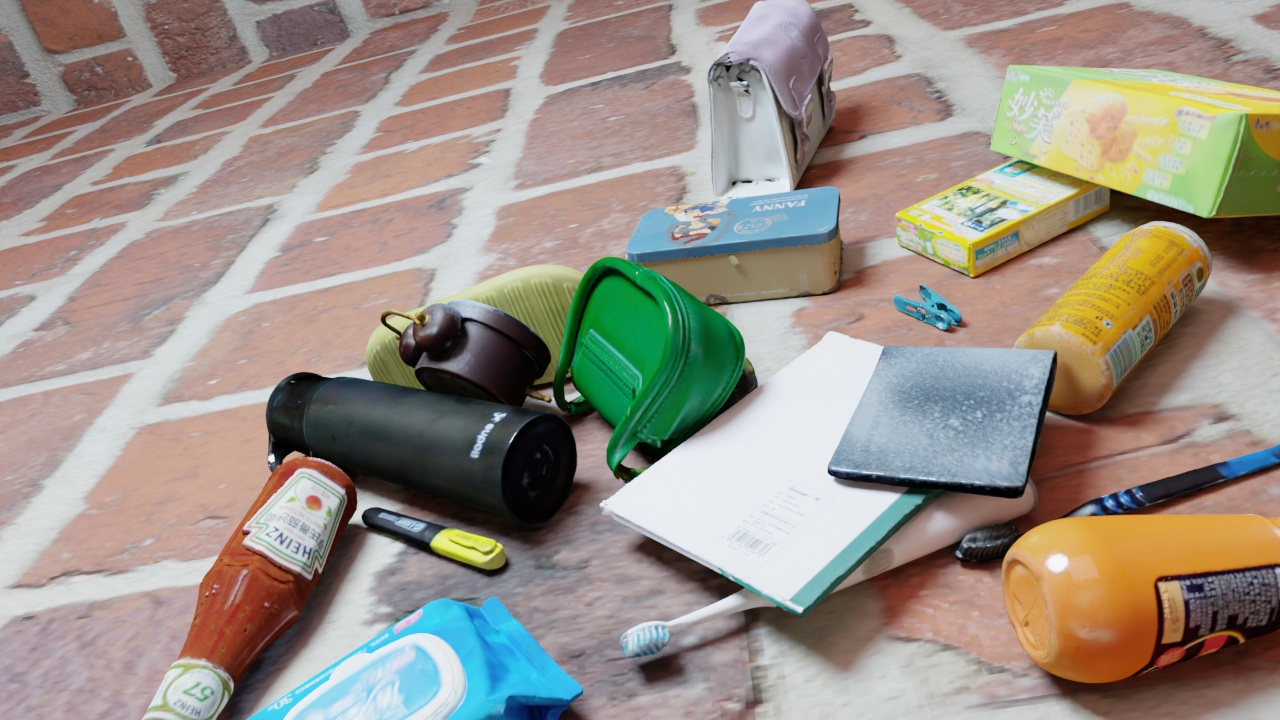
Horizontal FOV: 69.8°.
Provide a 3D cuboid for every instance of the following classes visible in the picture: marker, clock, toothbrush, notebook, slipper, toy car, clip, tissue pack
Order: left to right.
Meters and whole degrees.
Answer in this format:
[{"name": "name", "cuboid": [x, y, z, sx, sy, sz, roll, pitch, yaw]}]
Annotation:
[{"name": "tissue pack", "cuboid": [-0.112, 0.169, 0.418, 0.157, 0.052, 0.095, -29, 34, -21]}, {"name": "marker", "cuboid": [-0.131, 0.106, 0.565, 0.124, 0.015, 0.018, 8, 33, 36]}, {"name": "clock", "cuboid": [-0.118, -0.004, 0.620, 0.082, 0.122, 0.055, -23, 39, 61]}, {"name": "slipper", "cuboid": [-0.116, -0.026, 0.705, 0.190, 0.092, 0.081, -16, 28, 6]}, {"name": "toy car", "cuboid": [0.043, 0.004, 0.635, 0.049, 0.031, 0.106, -25, 39, -10]}, {"name": "notebook", "cuboid": [0.100, 0.049, 0.512, 0.208, 0.012, 0.150, -32, 31, -30]}, {"name": "toothbrush", "cuboid": [0.094, 0.102, 0.458, 0.221, 0.027, 0.026, -20, 10, -7]}, {"name": "clip", "cuboid": [0.203, -0.037, 0.646, 0.039, 0.014, 0.056, -23, 30, -10]}, {"name": "toothbrush", "cuboid": [0.246, 0.068, 0.456, 0.189, 0.016, 0.014, -16, 39, -3]}]

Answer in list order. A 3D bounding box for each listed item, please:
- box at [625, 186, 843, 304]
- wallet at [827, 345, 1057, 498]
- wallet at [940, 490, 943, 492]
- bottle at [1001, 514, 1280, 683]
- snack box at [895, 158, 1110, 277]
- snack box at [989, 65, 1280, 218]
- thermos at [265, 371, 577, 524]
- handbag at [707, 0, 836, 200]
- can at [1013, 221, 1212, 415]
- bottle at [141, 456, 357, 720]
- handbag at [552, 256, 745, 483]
[{"name": "box", "cuboid": [0.084, -0.091, 0.745, 0.184, 0.060, 0.089, -7, 33, 17]}, {"name": "wallet", "cuboid": [0.162, 0.029, 0.489, 0.097, 0.019, 0.120, 2, 34, 32]}, {"name": "wallet", "cuboid": [0.122, 0.062, 0.515, 0.115, 0.024, 0.087, -16, 32, -2]}, {"name": "bottle", "cuboid": [0.234, 0.092, 0.384, 0.149, 0.067, 0.066, -8, 31, -2]}, {"name": "snack box", "cuboid": [0.283, -0.117, 0.721, 0.140, 0.034, 0.087, -24, 32, -16]}, {"name": "snack box", "cuboid": [0.391, -0.167, 0.673, 0.157, 0.070, 0.210, -6, 27, -21]}, {"name": "thermos", "cuboid": [-0.160, 0.062, 0.614, 0.243, 0.068, 0.089, 6, 66, 35]}, {"name": "handbag", "cuboid": [0.133, -0.266, 0.920, 0.099, 0.145, 0.196, -2, 34, 26]}, {"name": "can", "cuboid": [0.285, -0.028, 0.551, 0.145, 0.058, 0.058, -35, 36, -30]}, {"name": "bottle", "cuboid": [-0.221, 0.139, 0.512, 0.060, 0.060, 0.205, -7, 34, 14]}, {"name": "handbag", "cuboid": [-0.004, 0.003, 0.592, 0.131, 0.068, 0.120, 39, 103, 51]}]
